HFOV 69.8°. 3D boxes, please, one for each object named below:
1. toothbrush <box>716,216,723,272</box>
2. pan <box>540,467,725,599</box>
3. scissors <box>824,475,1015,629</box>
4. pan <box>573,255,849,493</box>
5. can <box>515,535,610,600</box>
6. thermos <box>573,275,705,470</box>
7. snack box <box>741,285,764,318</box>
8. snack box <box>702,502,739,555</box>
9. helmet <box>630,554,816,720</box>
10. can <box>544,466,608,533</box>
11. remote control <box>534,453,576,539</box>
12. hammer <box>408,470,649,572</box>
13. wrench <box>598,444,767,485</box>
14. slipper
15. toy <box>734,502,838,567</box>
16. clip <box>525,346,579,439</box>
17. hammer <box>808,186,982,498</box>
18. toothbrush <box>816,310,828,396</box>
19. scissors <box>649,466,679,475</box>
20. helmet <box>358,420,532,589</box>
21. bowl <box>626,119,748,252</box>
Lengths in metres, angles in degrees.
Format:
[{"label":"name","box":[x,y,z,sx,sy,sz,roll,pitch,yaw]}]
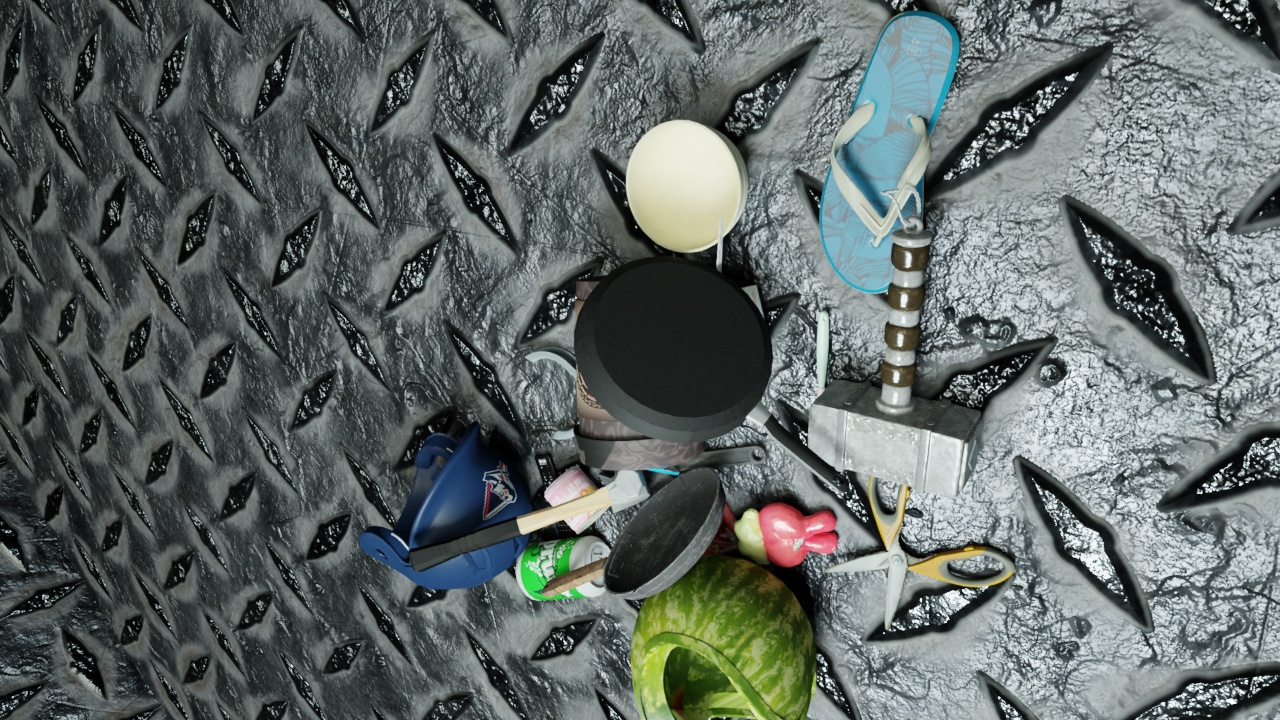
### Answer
[{"label":"toothbrush","box":[0.088,-0.110,1.074,0.010,0.010,0.182,33,156,21]},{"label":"pan","box":[-0.016,0.257,1.208,0.040,0.207,0.358,43,129,-13]},{"label":"scissors","box":[0.316,0.216,1.085,0.226,0.016,0.230,-13,96,32]},{"label":"pan","box":[0.090,0.023,1.007,0.356,0.224,0.034,39,151,8]},{"label":"can","box":[-0.114,0.312,1.374,0.140,0.087,0.088,-15,98,37]},{"label":"thermos","box":[-0.007,0.007,1.150,0.173,0.172,0.226,1,101,34]},{"label":"snack box","box":[0.078,-0.034,1.086,0.026,0.149,0.082,180,76,-68]},{"label":"snack box","box":[0.073,0.233,1.260,0.133,0.021,0.089,-32,88,38]},{"label":"helmet","box":[0.106,0.362,1.145,0.214,0.246,0.243,-38,79,28]},{"label":"can","box":[-0.092,0.202,1.333,0.076,0.067,0.067,47,126,11]},{"label":"remote control","box":[-0.129,0.209,1.396,0.030,0.009,0.140,-10,101,36]},{"label":"hammer","box":[-0.147,0.217,1.234,0.328,0.131,0.039,-18,75,-2]},{"label":"wrench","box":[0.050,0.140,1.246,0.274,0.018,0.073,-11,101,35]},{"label":"slipper","box":[0.250,-0.210,0.959,0.118,0.060,0.295,25,119,29]},{"label":"toy","box":[0.184,0.220,1.163,0.135,0.045,0.092,-12,110,23]},{"label":"clip","box":[-0.106,0.037,1.311,0.165,0.032,0.165,36,124,18]},{"label":"hammer","box":[0.278,-0.020,0.974,0.177,0.079,0.327,14,120,30]},{"label":"toothbrush","box":[0.216,0.016,1.089,0.022,0.015,0.155,-3,109,-1]},{"label":"scissors","box":[-0.006,0.135,1.205,0.140,0.134,0.011,157,126,-66]},{"label":"helmet","box":[-0.268,0.217,1.358,0.223,0.231,0.273,18,132,7]},{"label":"bowl","box":[0.065,-0.207,1.074,0.151,0.075,0.151,12,112,30]}]
